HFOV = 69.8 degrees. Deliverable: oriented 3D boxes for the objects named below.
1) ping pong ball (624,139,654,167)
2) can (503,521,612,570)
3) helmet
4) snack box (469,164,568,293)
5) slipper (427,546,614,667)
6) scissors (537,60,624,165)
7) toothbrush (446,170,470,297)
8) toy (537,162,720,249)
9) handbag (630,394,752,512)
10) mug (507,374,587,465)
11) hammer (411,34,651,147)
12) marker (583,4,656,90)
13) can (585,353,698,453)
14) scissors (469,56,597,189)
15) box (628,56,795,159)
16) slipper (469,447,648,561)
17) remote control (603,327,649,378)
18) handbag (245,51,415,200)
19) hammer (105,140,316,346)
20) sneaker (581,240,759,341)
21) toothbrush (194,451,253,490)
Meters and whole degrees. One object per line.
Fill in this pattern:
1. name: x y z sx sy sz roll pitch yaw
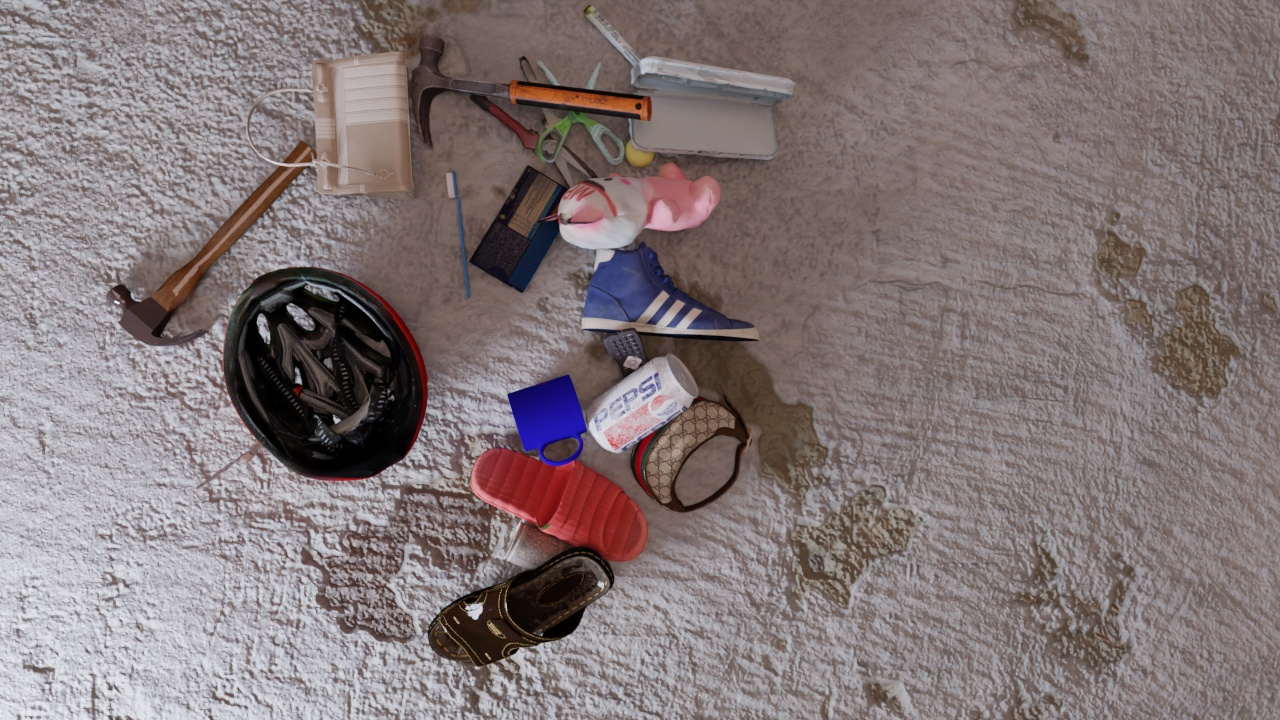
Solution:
1. ping pong ball: -0.001 -0.277 1.219 0.040 0.040 0.040 0 90 -7
2. can: -0.108 0.263 1.204 0.135 0.054 0.054 25 87 -6
3. helmet: -0.377 0.015 1.113 0.217 0.167 0.272 -32 94 -5
4. snack box: -0.152 -0.173 1.208 0.082 0.027 0.150 32 86 -8
5. slipper: -0.155 0.321 1.159 0.268 0.075 0.113 -28 106 14
6. scissors: -0.079 -0.322 1.207 0.167 0.023 0.171 26 73 -4
7. toothbrush: -0.239 -0.165 1.204 0.014 0.016 0.166 -6 92 -7
8. toy: -0.014 -0.194 1.164 0.212 0.142 0.084 -16 118 -25
9. handbag: 0.074 0.124 1.230 0.166 0.063 0.138 -48 112 -8
10. mug: -0.115 0.082 1.184 0.083 0.079 0.111 -18 74 -6
11. hammer: -0.142 -0.325 1.162 0.314 0.035 0.138 10 92 10
12. marker: -0.021 -0.417 1.227 0.017 0.017 0.146 -45 95 -5
13. can: 0.001 0.055 1.182 0.136 0.078 0.078 -35 95 19
14. scissors: -0.139 -0.312 1.205 0.187 0.015 0.179 6 82 -5
15. box: 0.088 -0.313 1.200 0.215 0.106 0.124 5 97 -12
16. slipper: -0.100 0.178 1.188 0.249 0.059 0.103 25 65 -1
17. remote control: -0.007 0.007 1.199 0.046 0.009 0.124 -18 132 10
18. handbag: -0.390 -0.293 1.155 0.197 0.062 0.175 -3 91 -11
19. hammer: -0.528 -0.151 1.163 0.115 0.033 0.323 41 85 -4
20. sneaker: 0.043 -0.092 1.206 0.233 0.091 0.118 4 87 1
21. toothbrush: -0.493 0.133 1.093 0.010 0.181 0.010 30 92 -9
